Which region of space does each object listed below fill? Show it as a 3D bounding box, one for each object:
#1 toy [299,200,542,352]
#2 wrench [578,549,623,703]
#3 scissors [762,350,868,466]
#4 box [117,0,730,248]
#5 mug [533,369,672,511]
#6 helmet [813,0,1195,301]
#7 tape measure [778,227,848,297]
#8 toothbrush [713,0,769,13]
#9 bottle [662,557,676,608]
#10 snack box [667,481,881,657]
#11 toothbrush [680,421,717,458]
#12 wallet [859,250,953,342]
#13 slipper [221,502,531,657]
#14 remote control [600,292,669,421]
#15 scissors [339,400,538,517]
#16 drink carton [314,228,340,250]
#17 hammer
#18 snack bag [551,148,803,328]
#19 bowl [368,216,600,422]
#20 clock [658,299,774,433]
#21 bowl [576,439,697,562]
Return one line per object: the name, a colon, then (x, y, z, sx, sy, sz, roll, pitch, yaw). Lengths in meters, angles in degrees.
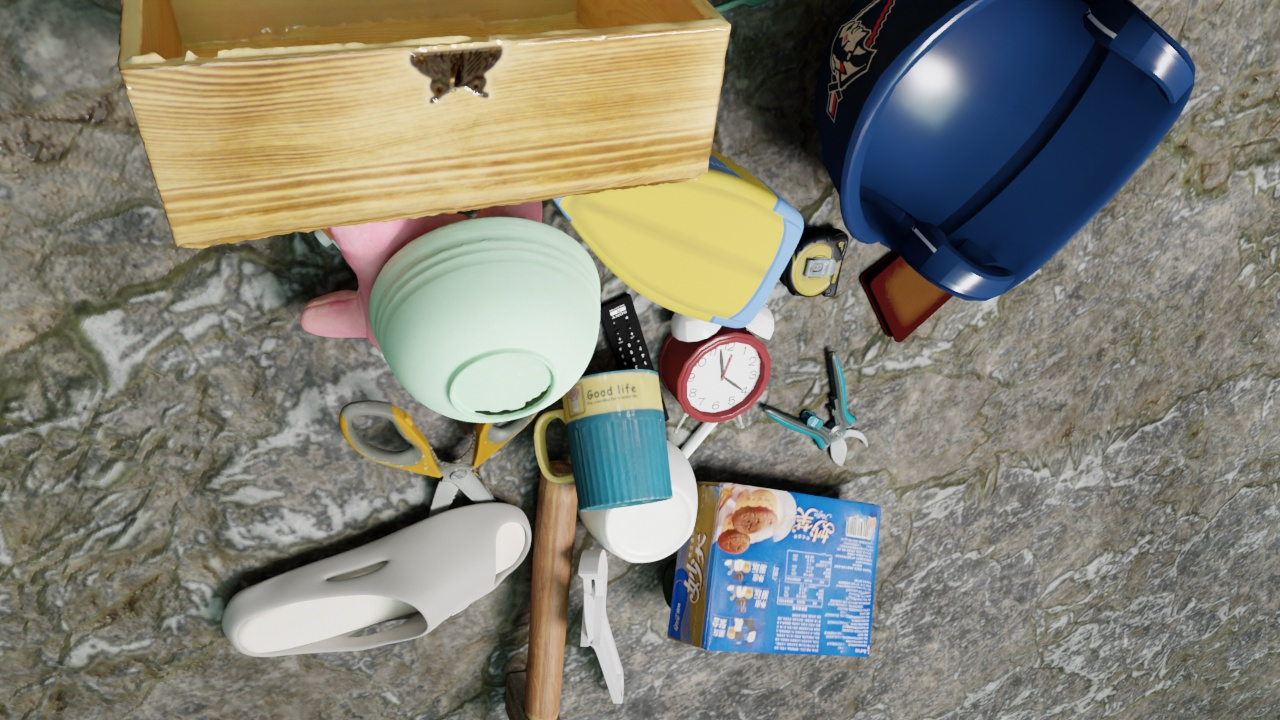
toy: (-0.150, -0.059, 0.634, 0.192, 0.096, 0.237, -27, 153, 3)
wrench: (-0.034, 0.268, 0.893, 0.018, 0.086, 0.274, -1, 144, 5)
scissors: (0.186, 0.049, 0.913, 0.153, 0.019, 0.125, 10, 114, -30)
box: (-0.126, -0.279, 0.455, 0.278, 0.283, 0.324, -12, 134, -17)
mug: (-0.033, 0.071, 0.766, 0.114, 0.107, 0.083, -11, 170, 17)
helmet: (0.228, -0.188, 0.664, 0.271, 0.223, 0.233, -12, 143, -52)
tape measure: (0.151, -0.085, 0.811, 0.061, 0.034, 0.062, -5, 119, -19)
toothbrush: (0.012, -0.241, 0.672, 0.189, 0.017, 0.016, -24, 125, -8)
bottle: (0.110, 0.236, 0.965, 0.174, 0.055, 0.055, 8, 114, -29)
snack box: (0.137, 0.208, 0.910, 0.202, 0.069, 0.155, 12, 81, -29)
toothbrush: (0.024, 0.107, 0.879, 0.017, 0.012, 0.187, 33, 101, -32)
wallet: (0.271, -0.084, 0.878, 0.115, 0.018, 0.091, -39, 126, -3)
slipper: (-0.214, 0.208, 0.782, 0.265, 0.080, 0.113, -15, 132, -16)
remote control: (-0.005, 0.005, 0.809, 0.030, 0.009, 0.140, -24, 125, -9)
scissors: (-0.143, 0.075, 0.756, 0.216, 0.016, 0.225, -31, 140, 3)
drink carton: (-0.183, -0.135, 0.631, 0.122, 0.040, 0.058, -37, 126, -1)
hammer: (-0.083, 0.237, 0.846, 0.037, 0.158, 0.301, 0, 105, -20)
snack bag: (-0.013, -0.118, 0.644, 0.205, 0.159, 0.102, 17, 111, -29)
bowl: (-0.092, -0.011, 0.582, 0.151, 0.077, 0.151, -11, 142, -9)
clock: (0.068, -0.004, 0.812, 0.096, 0.048, 0.138, -2, 120, -23)
bowl: (0.001, 0.132, 0.839, 0.116, 0.065, 0.116, -5, 113, -13)
